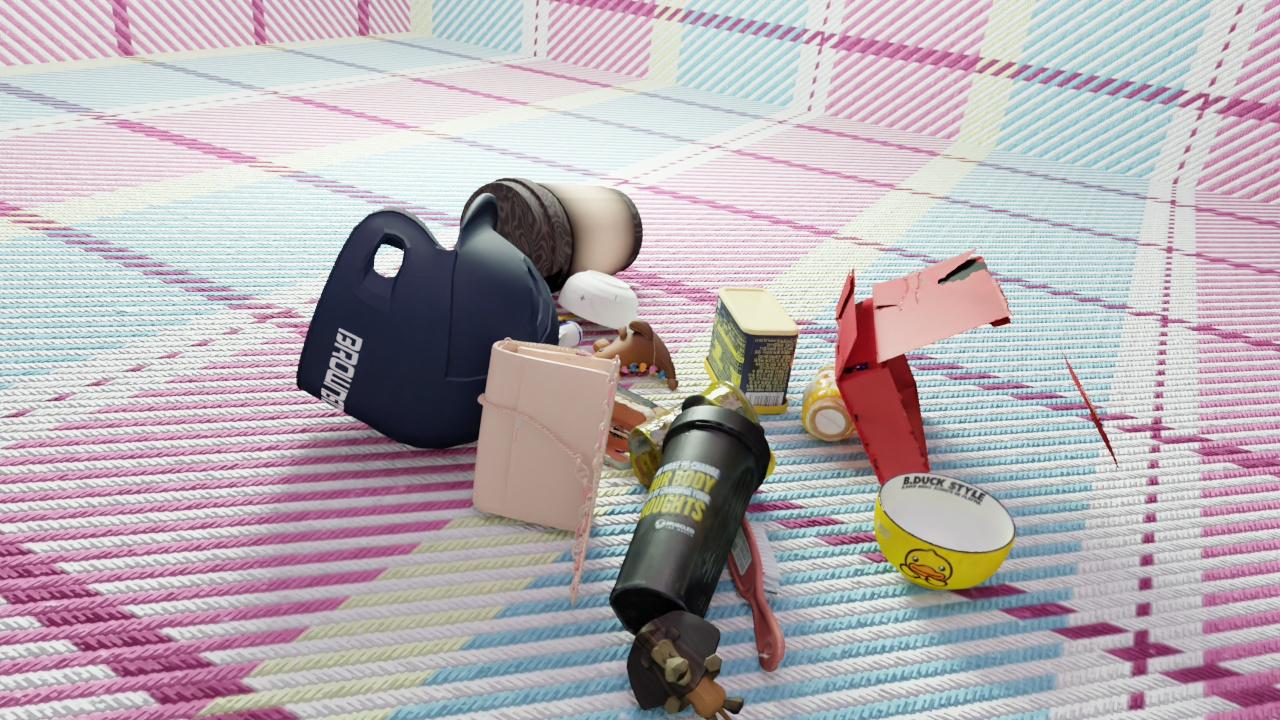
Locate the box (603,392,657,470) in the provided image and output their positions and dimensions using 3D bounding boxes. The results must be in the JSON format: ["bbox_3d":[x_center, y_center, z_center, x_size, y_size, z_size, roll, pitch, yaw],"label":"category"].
[{"bbox_3d":[-0.072,0.051,0.965,0.187,0.054,0.078,21,63,29],"label":"box"}]

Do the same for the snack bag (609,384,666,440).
[{"bbox_3d":[-0.015,0.058,1.001,0.155,0.018,0.074,26,35,34],"label":"snack bag"}]

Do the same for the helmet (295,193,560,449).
[{"bbox_3d":[-0.186,-0.040,0.915,0.223,0.233,0.271,21,53,-11],"label":"helmet"}]

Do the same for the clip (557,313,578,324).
[{"bbox_3d":[-0.106,-0.051,1.190,0.054,0.045,0.048,-12,57,-29],"label":"clip"}]

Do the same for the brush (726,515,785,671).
[{"bbox_3d":[0.100,0.188,0.751,0.030,0.041,0.172,19,24,-15],"label":"brush"}]

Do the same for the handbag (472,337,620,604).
[{"bbox_3d":[-0.087,0.070,0.756,0.116,0.199,0.187,11,16,-1],"label":"handbag"}]

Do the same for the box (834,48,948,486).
[{"bbox_3d":[0.253,-0.094,0.940,0.107,0.410,0.211,3,25,12],"label":"box"}]

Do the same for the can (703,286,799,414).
[{"bbox_3d":[0.130,-0.015,1.083,0.075,0.104,0.135,0,27,-12],"label":"can"}]

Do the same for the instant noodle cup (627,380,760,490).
[{"bbox_3d":[0.050,0.081,0.899,0.108,0.102,0.102,-18,35,-26],"label":"instant noodle cup"}]

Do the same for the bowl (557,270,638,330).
[{"bbox_3d":[-0.051,-0.083,1.204,0.105,0.054,0.104,21,11,-4],"label":"bowl"}]

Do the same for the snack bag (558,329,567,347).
[{"bbox_3d":[-0.191,-0.023,1.057,0.225,0.078,0.041,14,27,15],"label":"snack bag"}]

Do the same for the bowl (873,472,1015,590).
[{"bbox_3d":[0.261,0.158,0.808,0.117,0.068,0.117,5,27,-3],"label":"bowl"}]

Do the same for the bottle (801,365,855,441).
[{"bbox_3d":[0.213,0.044,1.032,0.063,0.063,0.108,10,26,6],"label":"bottle"}]

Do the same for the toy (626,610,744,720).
[{"bbox_3d":[0.037,0.225,0.641,0.076,0.062,0.100,-45,66,-4],"label":"toy"}]

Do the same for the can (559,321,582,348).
[{"bbox_3d":[-0.111,-0.022,1.123,0.032,0.032,0.095,24,31,31],"label":"can"}]

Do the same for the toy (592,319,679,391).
[{"bbox_3d":[-0.007,0.006,1.093,0.090,0.071,0.103,-22,60,-24],"label":"toy"}]

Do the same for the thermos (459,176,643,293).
[{"bbox_3d":[-0.116,-0.174,1.292,0.173,0.173,0.225,25,26,33],"label":"thermos"}]

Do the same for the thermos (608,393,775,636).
[{"bbox_3d":[0.046,0.126,0.762,0.098,0.098,0.220,13,42,13],"label":"thermos"}]
